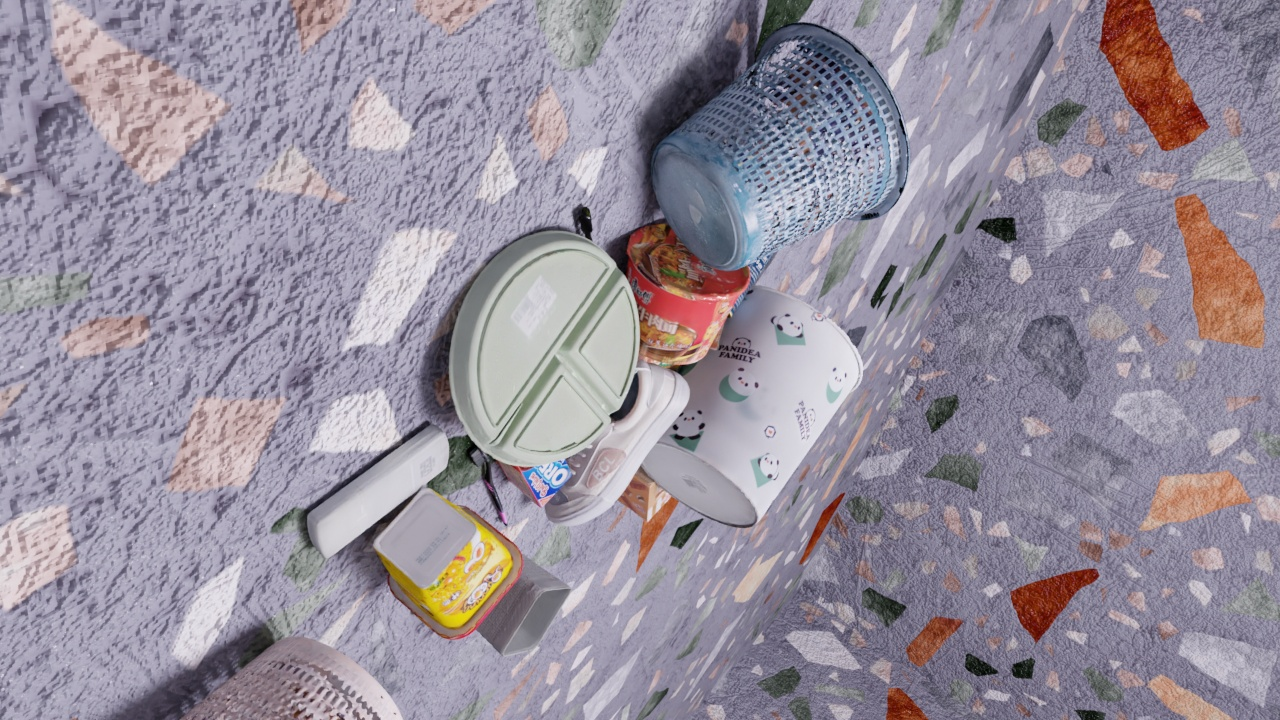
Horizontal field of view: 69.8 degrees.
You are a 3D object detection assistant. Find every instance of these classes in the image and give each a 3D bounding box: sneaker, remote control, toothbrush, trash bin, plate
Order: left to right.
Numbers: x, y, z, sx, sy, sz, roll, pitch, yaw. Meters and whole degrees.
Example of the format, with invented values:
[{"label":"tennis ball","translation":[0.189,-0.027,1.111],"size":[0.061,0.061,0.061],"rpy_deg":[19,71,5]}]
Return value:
[{"label":"trash bin","translation":[-0.314,0.354,0.776],"size":[0.191,0.227,0.228],"rpy_deg":[-52,160,-46]},{"label":"remote control","translation":[-0.237,0.116,0.837],"size":[0.149,0.021,0.058],"rpy_deg":[-39,153,-36]},{"label":"toothbrush","translation":[-0.167,0.145,1.026],"size":[0.017,0.014,0.189],"rpy_deg":[-36,151,-21]},{"label":"plate","translation":[-0.080,-0.008,0.873],"size":[0.229,0.027,0.230],"rpy_deg":[-16,112,-45]},{"label":"toothbrush","translation":[-0.046,-0.082,0.964],"size":[0.213,0.026,0.027],"rpy_deg":[83,11,-55]},{"label":"sneaker","translation":[-0.050,0.096,1.066],"size":[0.090,0.089,0.243],"rpy_deg":[27,111,-35]},{"label":"trash bin","translation":[0.136,0.067,1.215],"size":[0.251,0.230,0.230],"rpy_deg":[-55,158,-24]},{"label":"trash bin","translation":[0.127,-0.203,0.951],"size":[0.194,0.226,0.227],"rpy_deg":[-34,150,-19]}]

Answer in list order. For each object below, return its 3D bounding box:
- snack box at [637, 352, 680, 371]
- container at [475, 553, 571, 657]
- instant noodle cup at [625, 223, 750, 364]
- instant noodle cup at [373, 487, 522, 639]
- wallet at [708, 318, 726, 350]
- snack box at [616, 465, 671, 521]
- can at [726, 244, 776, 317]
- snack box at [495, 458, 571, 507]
[{"label":"snack box","translation":[-0.007,0.007,1.127],"size":[0.153,0.026,0.075],"rpy_deg":[17,105,-58]},{"label":"container","translation":[-0.160,0.270,1.068],"size":[0.090,0.114,0.090],"rpy_deg":[-58,157,1]},{"label":"instant noodle cup","translation":[0.041,-0.070,1.014],"size":[0.137,0.138,0.109],"rpy_deg":[-32,150,-46]},{"label":"instant noodle cup","translation":[-0.193,0.193,0.900],"size":[0.116,0.116,0.124],"rpy_deg":[-49,157,-19]},{"label":"wallet","translation":[0.064,-0.075,1.106],"size":[0.032,0.101,0.125],"rpy_deg":[-105,-152,-56]},{"label":"snack box","translation":[0.011,0.156,1.314],"size":[0.092,0.077,0.094],"rpy_deg":[-43,152,-32]},{"label":"can","translation":[0.115,-0.121,1.170],"size":[0.111,0.075,0.075],"rpy_deg":[-56,157,-6]},{"label":"snack box","translation":[-0.127,0.086,0.975],"size":[0.057,0.058,0.208],"rpy_deg":[-46,155,-19]}]
